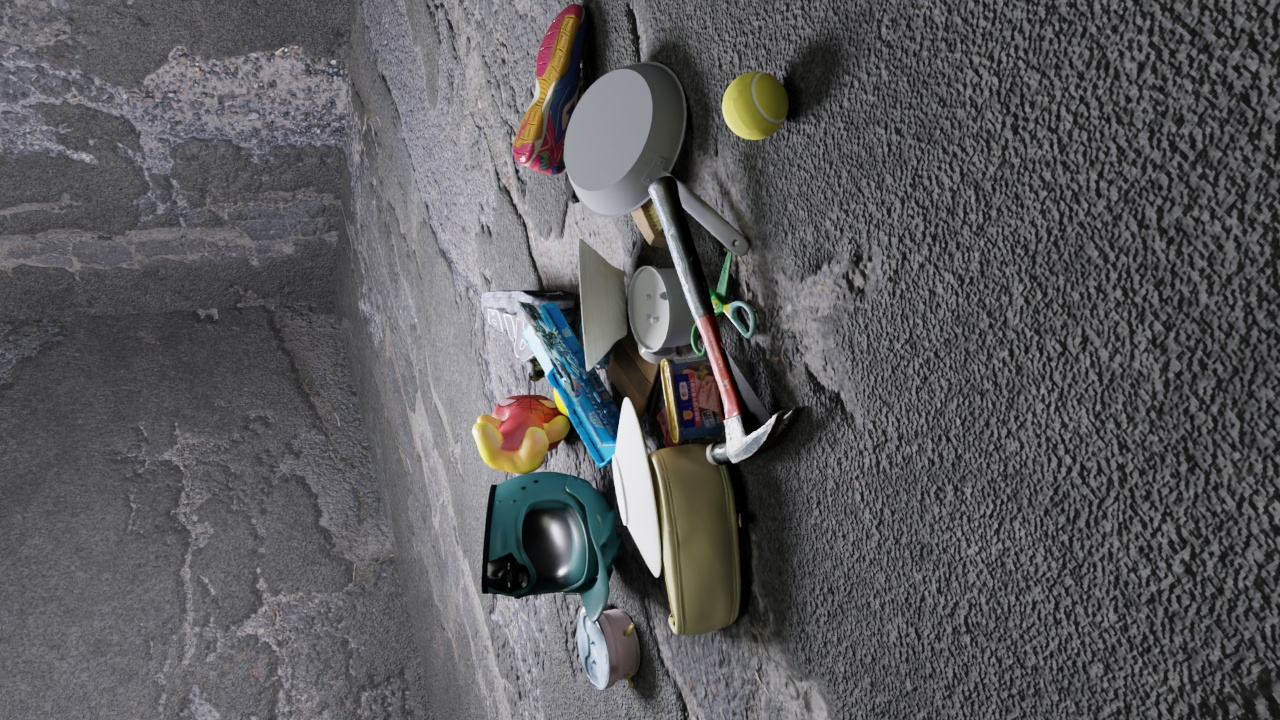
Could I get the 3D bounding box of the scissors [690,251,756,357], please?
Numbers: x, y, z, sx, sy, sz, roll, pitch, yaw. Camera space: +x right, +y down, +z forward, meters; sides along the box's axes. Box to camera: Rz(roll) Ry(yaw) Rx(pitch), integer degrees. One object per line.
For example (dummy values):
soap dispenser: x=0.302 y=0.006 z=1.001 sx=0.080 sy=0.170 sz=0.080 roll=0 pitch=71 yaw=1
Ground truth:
scissors: x=0.091 y=-0.061 z=1.038 sx=0.130 sy=0.011 sz=0.125 roll=25 pitch=107 yaw=45

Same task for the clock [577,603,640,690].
clock: x=-0.056 y=0.435 z=1.415 sx=0.158 sy=0.058 sz=0.117 roll=7 pitch=101 yaw=63

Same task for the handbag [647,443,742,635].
handbag: x=0.062 y=0.220 z=1.117 sx=0.191 sy=0.088 sz=0.232 roll=139 pitch=122 yaw=-77

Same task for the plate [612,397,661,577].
plate: x=-0.013 y=0.162 z=1.165 sx=0.229 sy=0.030 sz=0.229 roll=170 pitch=91 yaw=-82

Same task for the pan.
pan: x=0.013 y=-0.231 z=1.095 sx=0.201 sy=0.050 sz=0.356 roll=-55 pitch=48 yaw=20

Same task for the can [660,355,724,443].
can: x=0.061 y=0.043 z=1.077 sx=0.054 sy=0.059 sz=0.100 roll=152 pitch=110 yaw=-81

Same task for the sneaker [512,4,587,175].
sneaker: x=-0.113 y=-0.391 z=1.341 sx=0.116 sy=0.091 sz=0.242 roll=27 pitch=100 yaw=54

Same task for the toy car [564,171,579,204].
toy car: x=-0.080 y=-0.269 z=1.333 sx=0.092 sy=0.036 sz=0.042 roll=-47 pitch=52 yaw=45

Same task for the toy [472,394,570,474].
toy: x=-0.190 y=0.115 z=1.491 sx=0.216 sy=0.147 sz=0.099 roll=-60 pitch=-17 yaw=-76

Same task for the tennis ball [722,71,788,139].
tennis ball: x=0.114 y=-0.253 z=0.911 sx=0.065 sy=0.065 sz=0.065 roll=23 pitch=116 yaw=61

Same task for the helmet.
helmet: x=-0.125 y=0.268 z=1.347 sx=0.274 sy=0.200 sz=0.176 roll=-108 pitch=21 yaw=-73

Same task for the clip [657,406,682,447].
clip: x=0.039 y=0.083 z=1.190 sx=0.060 sy=0.023 sz=0.044 roll=-117 pitch=31 yaw=-46

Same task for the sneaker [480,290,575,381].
sneaker: x=-0.186 y=-0.042 z=1.526 sx=0.253 sy=0.097 sz=0.151 roll=7 pitch=99 yaw=57

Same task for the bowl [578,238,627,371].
bowl: x=-0.048 y=-0.075 z=1.217 sx=0.176 sy=0.058 sz=0.176 roll=172 pitch=94 yaw=-88

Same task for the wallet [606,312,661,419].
wallet: x=-0.007 y=0.007 z=1.260 sx=0.121 sy=0.026 sz=0.099 roll=54 pitch=140 yaw=44

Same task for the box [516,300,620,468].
box: x=-0.090 y=0.024 z=1.319 sx=0.243 sy=0.070 sz=0.171 roll=59 pitch=169 yaw=13

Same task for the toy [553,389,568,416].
toy: x=-0.111 y=0.044 z=1.461 sx=0.095 sy=0.041 sz=0.094 roll=27 pitch=115 yaw=60

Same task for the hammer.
hammer: x=0.077 y=-0.051 z=1.006 sx=0.141 sy=0.036 sz=0.326 roll=-28 pitch=78 yaw=54

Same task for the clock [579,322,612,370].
clock: x=-0.058 y=-0.036 z=1.344 sx=0.123 sy=0.042 sz=0.087 roll=106 pitch=146 yaw=-48

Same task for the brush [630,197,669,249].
brush: x=0.017 y=-0.190 z=1.142 sx=0.039 sy=0.049 sz=0.117 roll=-47 pitch=52 yaw=34

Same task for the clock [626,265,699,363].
clock: x=0.020 y=-0.059 z=1.148 sx=0.160 sy=0.061 sz=0.120 roll=-32 pitch=67 yaw=60
